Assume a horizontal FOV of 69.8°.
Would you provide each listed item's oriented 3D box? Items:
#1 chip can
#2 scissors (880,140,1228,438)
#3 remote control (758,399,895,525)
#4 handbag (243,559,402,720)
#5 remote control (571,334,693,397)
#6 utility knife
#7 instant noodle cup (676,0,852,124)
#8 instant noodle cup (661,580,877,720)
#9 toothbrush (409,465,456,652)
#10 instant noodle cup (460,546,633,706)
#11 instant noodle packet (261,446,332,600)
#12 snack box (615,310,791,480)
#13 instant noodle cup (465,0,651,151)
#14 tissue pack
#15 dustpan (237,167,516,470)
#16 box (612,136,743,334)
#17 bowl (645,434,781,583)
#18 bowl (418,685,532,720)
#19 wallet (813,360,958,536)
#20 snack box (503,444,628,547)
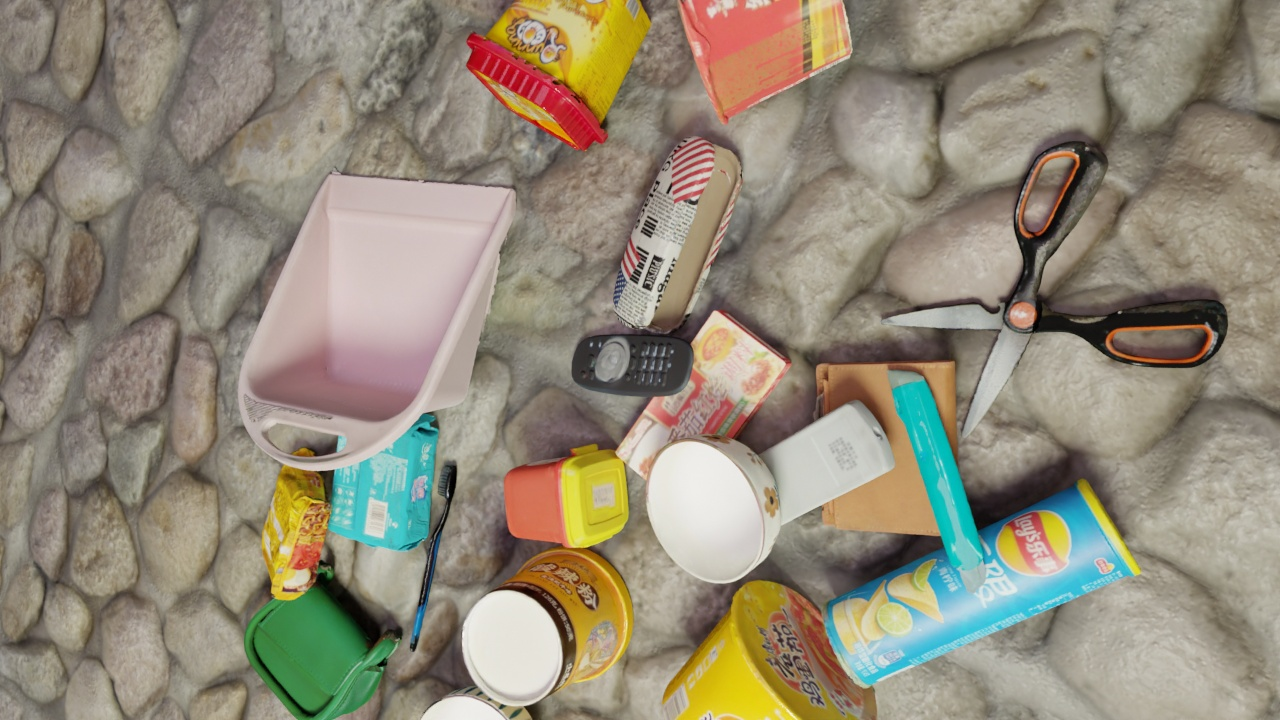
[{"bbox_3d":[0.239,0.163,0.662,0.211,0.071,0.071,-32,80,20],"label":"chip can"},{"bbox_3d":[0.292,-0.046,0.660,0.234,0.021,0.221,7,95,24],"label":"scissors"},{"bbox_3d":[0.126,0.085,0.706,0.150,0.021,0.058,-38,74,41],"label":"remote control"},{"bbox_3d":[-0.308,0.277,0.896,0.131,0.068,0.120,42,98,17],"label":"handbag"},{"bbox_3d":[-0.005,0.004,0.769,0.137,0.024,0.053,3,80,43],"label":"remote control"},{"bbox_3d":[0.211,0.081,0.650,0.029,0.013,0.166,-20,71,22],"label":"utility knife"},{"bbox_3d":[0.091,-0.260,0.687,0.109,0.137,0.138,-17,85,13],"label":"instant noodle cup"},{"bbox_3d":[0.091,0.256,0.697,0.138,0.137,0.110,46,115,15],"label":"instant noodle cup"},{"bbox_3d":[-0.200,0.189,0.873,0.016,0.014,0.189,17,98,22],"label":"toothbrush"},{"bbox_3d":[-0.082,0.225,0.772,0.119,0.114,0.118,0,91,23],"label":"instant noodle cup"},{"bbox_3d":[-0.331,0.155,0.883,0.128,0.044,0.111,34,104,58],"label":"instant noodle packet"},{"bbox_3d":[0.050,0.040,0.760,0.075,0.025,0.153,39,105,16],"label":"snack box"},{"bbox_3d":[-0.061,-0.259,0.760,0.116,0.116,0.123,33,92,19],"label":"instant noodle cup"},{"bbox_3d":[-0.242,0.110,0.869,0.093,0.050,0.133,9,94,24],"label":"tissue pack"},{"bbox_3d":[-0.248,-0.045,0.820,0.223,0.138,0.273,6,94,23],"label":"dustpan"},{"bbox_3d":[0.019,-0.103,0.741,0.075,0.082,0.163,29,104,26],"label":"box"},{"bbox_3d":[0.066,0.108,0.709,0.114,0.062,0.113,15,112,41],"label":"bowl"},{"bbox_3d":[-0.138,0.346,0.823,0.117,0.066,0.116,1,92,21],"label":"bowl"},{"bbox_3d":[0.186,0.066,0.700,0.108,0.031,0.132,-2,93,27],"label":"wallet"},{"bbox_3d":[-0.064,0.114,0.777,0.080,0.091,0.082,-5,89,29],"label":"snack box"}]
